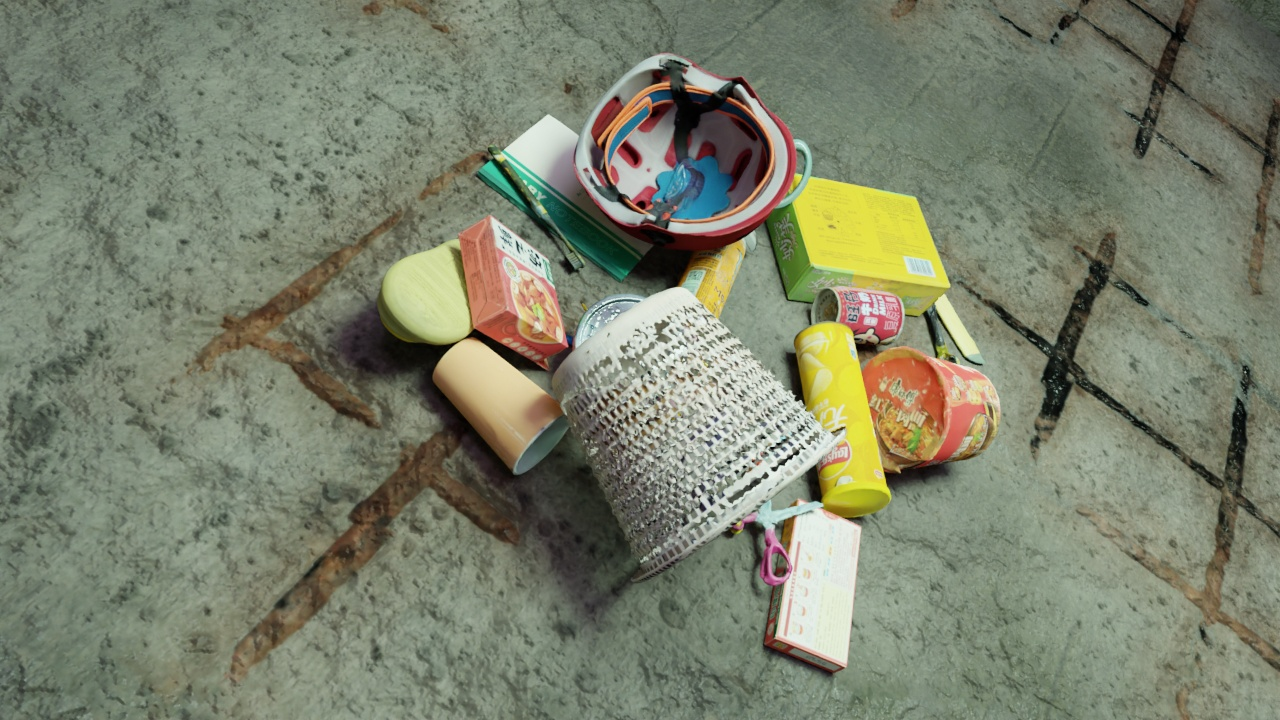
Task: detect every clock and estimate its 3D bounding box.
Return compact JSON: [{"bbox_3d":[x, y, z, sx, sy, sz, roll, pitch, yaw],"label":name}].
[{"bbox_3d":[0.002,0.003,0.942,0.158,0.060,0.117,20,65,-6],"label":"clock"}]

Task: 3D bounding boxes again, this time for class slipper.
[{"bbox_3d":[-0.199,-0.057,0.896,0.091,0.082,0.190,45,24,-7],"label":"slipper"}]

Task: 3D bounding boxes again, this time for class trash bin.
[{"bbox_3d":[0.033,0.052,0.805,0.226,0.228,0.192,-31,81,-37],"label":"trash bin"}]

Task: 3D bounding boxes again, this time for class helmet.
[{"bbox_3d":[0.055,-0.212,1.040,0.240,0.144,0.206,28,79,12],"label":"helmet"}]

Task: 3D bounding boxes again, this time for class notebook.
[{"bbox_3d":[-0.069,-0.197,1.092,0.209,0.012,0.150,37,51,2],"label":"notebook"}]

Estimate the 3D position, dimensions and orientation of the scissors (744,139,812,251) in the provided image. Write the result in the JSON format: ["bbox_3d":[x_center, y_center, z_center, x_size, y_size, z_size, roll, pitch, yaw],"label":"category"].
[{"bbox_3d":[0.114,-0.229,1.125,0.179,0.019,0.170,41,94,-3],"label":"scissors"}]

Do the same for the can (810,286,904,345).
[{"bbox_3d":[0.262,-0.054,1.110,0.093,0.067,0.066,5,56,-22],"label":"can"}]

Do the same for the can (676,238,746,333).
[{"bbox_3d":[0.077,-0.092,1.056,0.058,0.058,0.145,29,51,-4],"label":"can"}]

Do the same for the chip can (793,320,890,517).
[{"bbox_3d":[0.218,0.062,1.008,0.072,0.072,0.213,10,53,-19],"label":"chip can"}]

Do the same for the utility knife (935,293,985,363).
[{"bbox_3d":[0.400,-0.086,1.227,0.030,0.022,0.213,-9,69,-31],"label":"utility knife"}]

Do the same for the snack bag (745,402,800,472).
[{"bbox_3d":[0.147,0.089,0.984,0.048,0.026,0.103,32,49,-10],"label":"snack bag"}]

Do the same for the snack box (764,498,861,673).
[{"bbox_3d":[0.173,0.219,0.906,0.077,0.027,0.155,25,51,-8],"label":"snack box"}]

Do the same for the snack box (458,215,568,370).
[{"bbox_3d":[-0.119,-0.064,0.911,0.127,0.044,0.113,35,35,-55],"label":"snack box"}]

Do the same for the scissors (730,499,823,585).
[{"bbox_3d":[0.123,0.163,0.909,0.133,0.017,0.135,-11,54,-13],"label":"scissors"}]

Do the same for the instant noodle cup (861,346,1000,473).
[{"bbox_3d":[0.323,0.055,1.027,0.108,0.138,0.137,4,56,-32],"label":"instant noodle cup"}]

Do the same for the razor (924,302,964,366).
[{"bbox_3d":[0.383,-0.028,1.179,0.043,0.022,0.142,-16,51,17],"label":"razor"}]

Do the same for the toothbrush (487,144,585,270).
[{"bbox_3d":[-0.121,-0.174,1.039,0.017,0.012,0.186,-31,76,-24],"label":"toothbrush"}]

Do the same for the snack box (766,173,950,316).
[{"bbox_3d":[0.275,-0.148,1.179,0.209,0.070,0.157,5,56,-22],"label":"snack box"}]

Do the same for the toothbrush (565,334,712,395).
[{"bbox_3d":[-0.006,0.006,0.979,0.189,0.016,0.014,23,46,-7],"label":"toothbrush"}]

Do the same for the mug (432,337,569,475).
[{"bbox_3d":[-0.132,0.038,0.862,0.123,0.078,0.078,42,51,13],"label":"mug"}]
